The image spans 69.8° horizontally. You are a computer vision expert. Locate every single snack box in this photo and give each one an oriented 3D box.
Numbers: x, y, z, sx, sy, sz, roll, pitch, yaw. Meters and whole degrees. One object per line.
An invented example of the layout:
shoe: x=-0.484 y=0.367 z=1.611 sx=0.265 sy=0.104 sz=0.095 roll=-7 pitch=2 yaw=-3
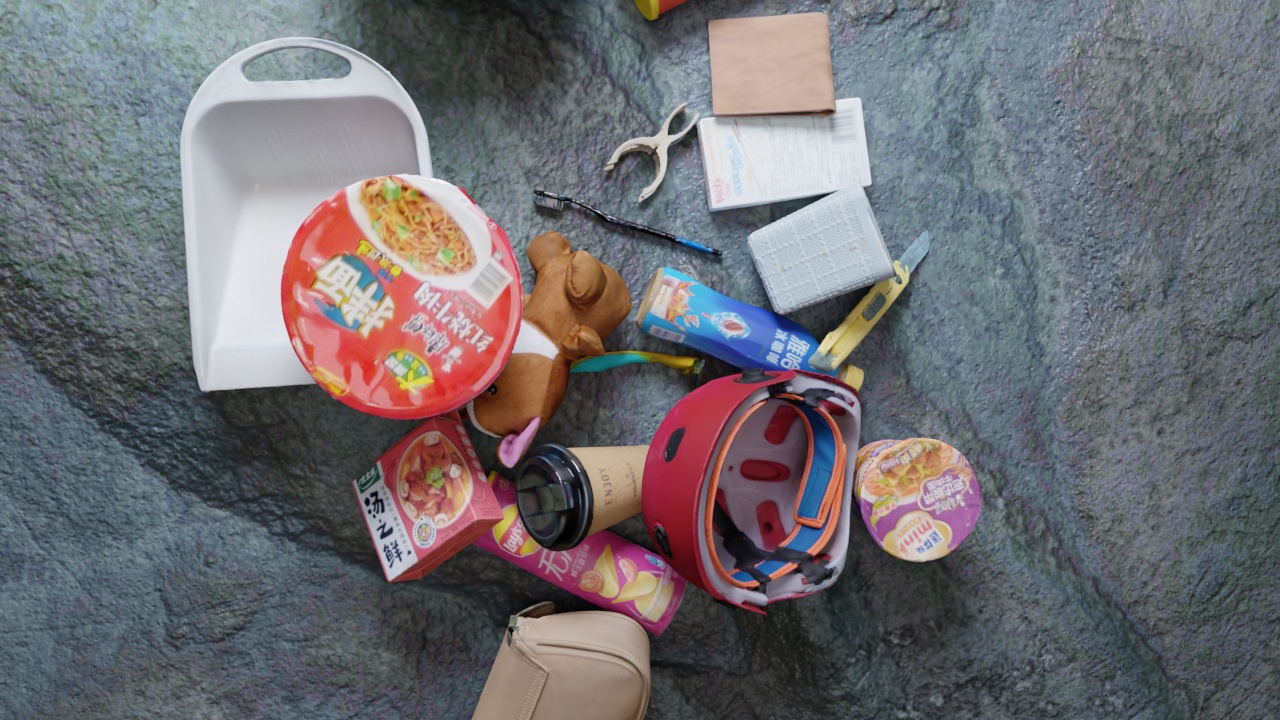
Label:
snack box: x=0.137 y=-0.195 z=0.872 sx=0.157 sy=0.027 sz=0.085 roll=-9 pitch=95 yaw=-3
snack box: x=-0.196 y=0.114 z=0.818 sx=0.113 sy=0.044 sz=0.127 roll=-37 pitch=67 yaw=20

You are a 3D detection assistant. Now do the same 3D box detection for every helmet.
helmet: x=0.079 y=0.106 z=0.807 sx=0.239 sy=0.144 sz=0.207 roll=2 pitch=94 yaw=-45

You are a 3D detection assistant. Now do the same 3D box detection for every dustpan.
dustpan: x=-0.279 y=-0.124 z=0.774 sx=0.222 sy=0.143 sz=0.257 roll=-4 pitch=69 yaw=-3

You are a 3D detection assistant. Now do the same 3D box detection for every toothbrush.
toothbrush: x=-0.012 y=-0.128 z=0.874 sx=0.189 sy=0.014 sz=0.016 roll=18 pitch=93 yaw=-6

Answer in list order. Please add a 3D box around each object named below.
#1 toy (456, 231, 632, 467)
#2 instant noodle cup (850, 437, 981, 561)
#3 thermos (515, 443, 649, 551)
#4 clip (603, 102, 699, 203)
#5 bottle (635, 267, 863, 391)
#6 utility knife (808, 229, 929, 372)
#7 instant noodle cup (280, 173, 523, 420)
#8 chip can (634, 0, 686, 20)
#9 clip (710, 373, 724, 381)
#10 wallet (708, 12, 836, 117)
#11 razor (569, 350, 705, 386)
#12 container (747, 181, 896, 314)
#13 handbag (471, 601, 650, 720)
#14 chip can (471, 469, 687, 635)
toy: x=-0.098 y=-0.013 z=0.824 sx=0.130 sy=0.140 sz=0.199 roll=27 pitch=96 yaw=-31
instant noodle cup: x=0.248 y=0.122 z=0.864 sx=0.111 sy=0.099 sz=0.111 roll=0 pitch=94 yaw=-3
thermos: x=-0.042 y=0.115 z=0.822 sx=0.143 sy=0.093 sz=0.093 roll=-5 pitch=95 yaw=-47
clip: x=0.003 y=-0.203 z=0.860 sx=0.092 sy=0.035 sz=0.103 roll=19 pitch=88 yaw=-6
bottle: x=0.106 y=-0.019 z=0.862 sx=0.218 sy=0.065 sz=0.065 roll=22 pitch=92 yaw=-5
utility knife: x=0.221 y=-0.056 z=0.868 sx=0.195 sy=0.020 sz=0.031 roll=-48 pitch=113 yaw=-25
instant noodle cup: x=-0.186 y=-0.051 z=0.748 sx=0.194 sy=0.066 sz=0.194 roll=0 pitch=97 yaw=2
chip can: x=0.089 y=-0.388 z=0.835 sx=0.216 sy=0.073 sz=0.073 roll=-26 pitch=95 yaw=-2
clip: x=0.060 y=0.035 z=0.885 sx=0.058 sy=0.026 sz=0.038 roll=-36 pitch=103 yaw=3
wallet: x=0.122 y=-0.275 z=0.857 sx=0.115 sy=0.020 sz=0.101 roll=-1 pitch=76 yaw=1
razor: x=-0.005 y=0.005 z=0.875 sx=0.132 sy=0.043 sz=0.028 roll=1 pitch=75 yaw=1
container: x=0.163 y=-0.100 z=0.843 sx=0.111 sy=0.090 sz=0.090 roll=-21 pitch=96 yaw=13
handbag: x=-0.075 y=0.318 z=0.850 sx=0.147 sy=0.099 sz=0.205 roll=19 pitch=109 yaw=-9
chip can: x=-0.062 y=0.182 z=0.861 sx=0.210 sy=0.071 sz=0.071 roll=28 pitch=91 yaw=-5
